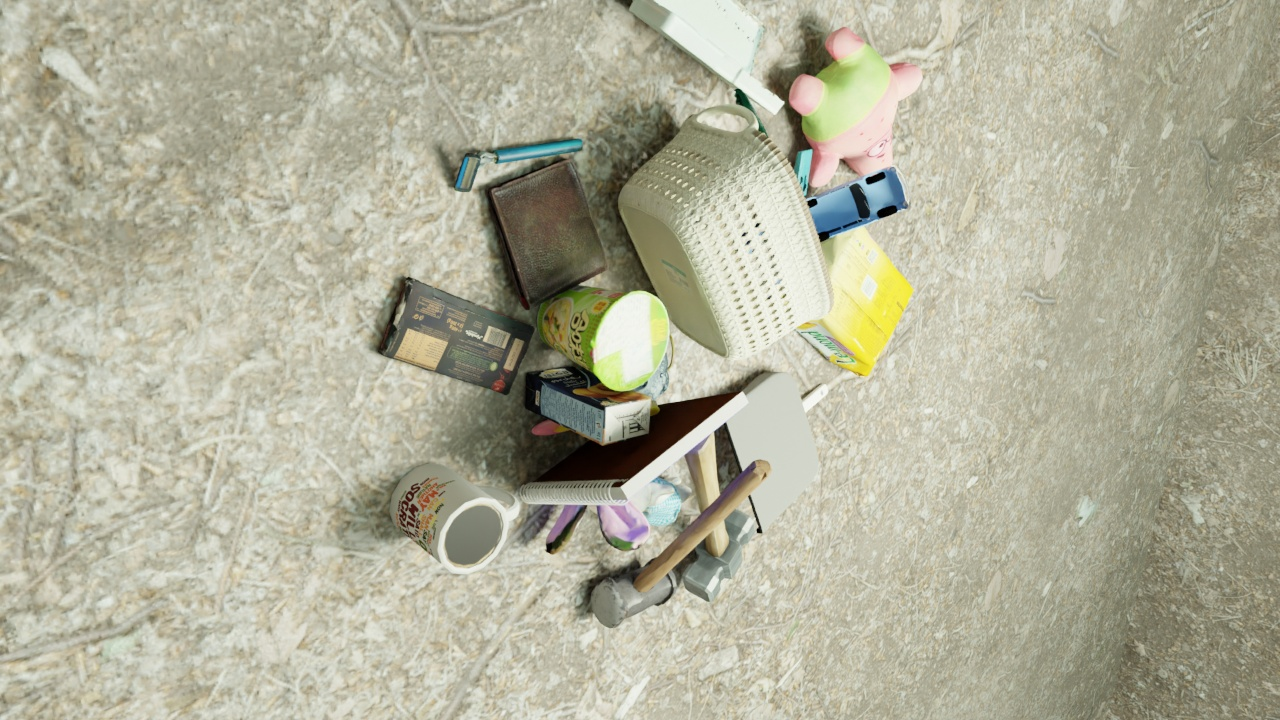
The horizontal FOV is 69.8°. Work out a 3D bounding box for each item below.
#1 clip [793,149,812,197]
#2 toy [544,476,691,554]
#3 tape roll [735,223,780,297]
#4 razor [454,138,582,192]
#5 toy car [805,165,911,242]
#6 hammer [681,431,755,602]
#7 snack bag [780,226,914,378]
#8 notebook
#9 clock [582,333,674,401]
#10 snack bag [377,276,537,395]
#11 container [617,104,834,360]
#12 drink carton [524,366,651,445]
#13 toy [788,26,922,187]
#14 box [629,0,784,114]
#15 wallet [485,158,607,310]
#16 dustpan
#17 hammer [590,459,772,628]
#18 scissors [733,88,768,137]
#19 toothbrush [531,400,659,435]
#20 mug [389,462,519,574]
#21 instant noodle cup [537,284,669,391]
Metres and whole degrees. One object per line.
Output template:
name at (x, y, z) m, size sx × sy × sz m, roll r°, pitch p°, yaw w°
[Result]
clip at (0.184, -0.183, 1.061) m, size 0.028 × 0.113 × 0.127 m, roll -18°, pitch 119°, yaw -38°
toy at (-0.007, 0.146, 1.030) m, size 0.205 × 0.131 × 0.105 m, roll -8°, pitch 91°, yaw -55°
tape roll at (0.147, -0.120, 1.120) m, size 0.091 × 0.016 × 0.093 m, roll 1°, pitch 105°, yaw -44°
razor at (-0.110, -0.189, 0.845) m, size 0.143 × 0.022 × 0.042 m, roll -25°, pitch 159°, yaw -40°
toy car at (0.248, -0.185, 1.111) m, size 0.054 × 0.153 × 0.056 m, roll -61°, pitch 130°, yaw -75°
hammer at (0.083, 0.174, 1.083) m, size 0.117 × 0.051 × 0.323 m, roll -54°, pitch 152°, yaw -25°
snack bag at (0.280, -0.088, 1.224) m, size 0.247 × 0.068 × 0.159 m, roll 34°, pitch 81°, yaw -46°
notebook at (-0.014, 0.090, 0.921) m, size 0.171 × 0.210 × 0.022 m, roll -35°, pitch 101°, yaw -30°
clock at (-0.006, 0.006, 0.998) m, size 0.129 × 0.052 × 0.090 m, roll -19°, pitch 119°, yaw -37°
snack bag at (-0.167, -0.019, 0.856) m, size 0.155 × 0.018 × 0.074 m, roll 23°, pitch 89°, yaw -46°
container at (0.088, -0.121, 0.953) m, size 0.142 × 0.185 × 0.246 m, roll -38°, pitch 127°, yaw -15°
drink carton at (-0.055, 0.042, 0.909) m, size 0.064 × 0.130 × 0.040 m, roll -9°, pitch 110°, yaw -41°
toy at (0.262, -0.287, 1.112) m, size 0.192 × 0.097 × 0.236 m, roll -49°, pitch 141°, yaw 0°
box at (0.073, -0.335, 0.927) m, size 0.197 × 0.075 × 0.125 m, roll 18°, pitch 74°, yaw -48°
wallet at (-0.089, -0.123, 0.880) m, size 0.099 × 0.031 × 0.120 m, roll -31°, pitch 116°, yaw -31°
dustpan at (0.190, 0.089, 1.203) m, size 0.256 × 0.033 × 0.163 m, roll -33°, pitch 109°, yaw -43°
hammer at (0.049, 0.201, 1.011) m, size 0.097 × 0.052 × 0.329 m, roll -13°, pitch 151°, yaw -41°
scissors at (0.140, -0.192, 0.989) m, size 0.015 × 0.204 × 0.202 m, roll -27°, pitch 98°, yaw 0°
toothbrush at (-0.047, 0.060, 0.959) m, size 0.135 × 0.016 × 0.021 m, roll -10°, pitch 134°, yaw 2°
mug at (-0.169, 0.144, 0.869) m, size 0.105 × 0.090 × 0.073 m, roll -15°, pitch 116°, yaw -40°
instant noodle cup at (-0.042, -0.032, 0.907) m, size 0.098 × 0.108 × 0.099 m, roll -18°, pitch 117°, yaw -38°
